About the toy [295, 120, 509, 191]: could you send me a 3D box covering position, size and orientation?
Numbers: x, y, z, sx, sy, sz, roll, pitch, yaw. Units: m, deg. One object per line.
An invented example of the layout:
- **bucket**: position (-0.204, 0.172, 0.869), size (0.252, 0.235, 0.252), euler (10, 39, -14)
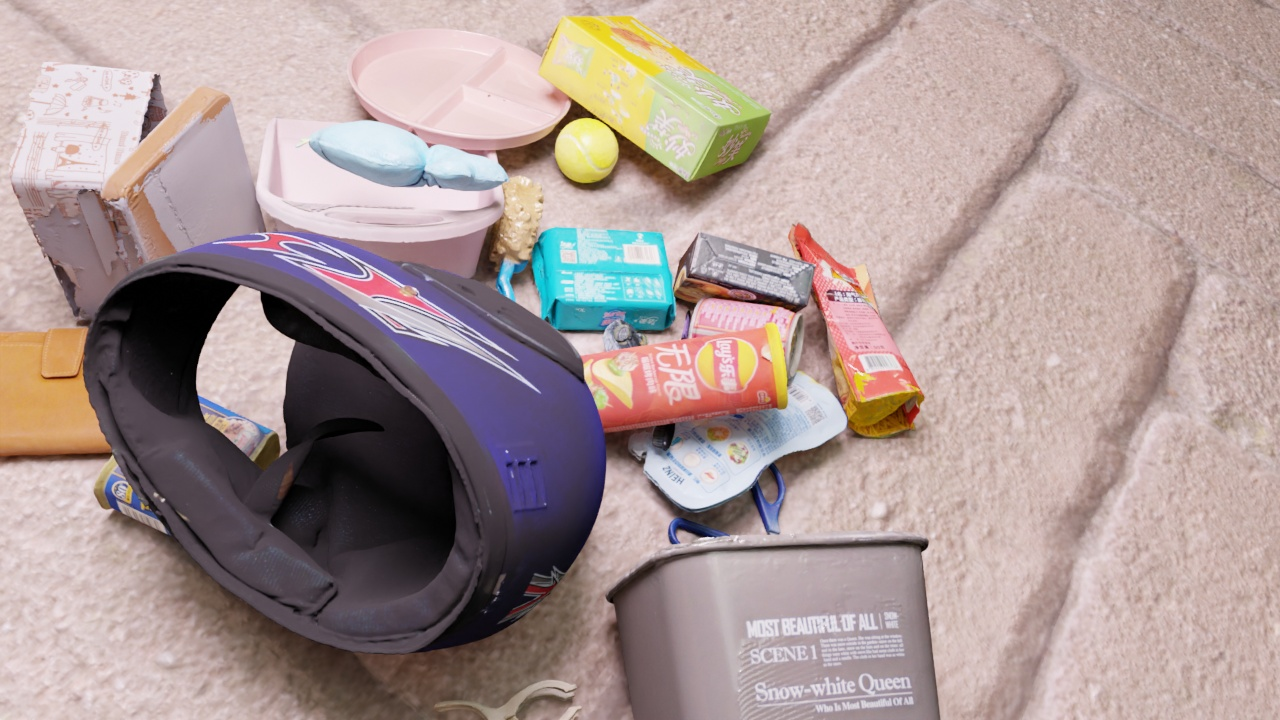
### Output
- **toy**: position (-0.199, -0.167, 0.757), size (0.156, 0.050, 0.161), euler (7, 12, -32)

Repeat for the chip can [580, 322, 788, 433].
- **chip can**: position (0.011, 0.021, 0.760), size (0.217, 0.073, 0.073), euler (-10, 57, 5)

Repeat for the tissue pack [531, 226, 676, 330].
- **tissue pack**: position (-0.035, -0.076, 0.871), size (0.133, 0.050, 0.093), euler (2, 58, -14)

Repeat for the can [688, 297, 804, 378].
- **can**: position (0.098, -0.020, 0.841), size (0.094, 0.067, 0.066), euler (9, 51, 20)

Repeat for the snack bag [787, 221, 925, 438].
- **snack bag**: position (0.209, -0.033, 0.893), size (0.128, 0.073, 0.207), euler (21, 45, -40)

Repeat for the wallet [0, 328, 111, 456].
- **wallet**: position (-0.442, 0.023, 0.702), size (0.131, 0.031, 0.107), euler (0, 58, -17)

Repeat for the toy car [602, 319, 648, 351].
- **toy car**: position (-0.005, 0.005, 0.830), size (0.034, 0.043, 0.090), euler (-31, 67, 14)

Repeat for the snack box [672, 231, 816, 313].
- **snack box**: position (0.094, -0.077, 0.881), size (0.113, 0.126, 0.053), euler (15, 79, -5)

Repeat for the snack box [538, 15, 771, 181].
- **snack box**: position (0.019, -0.287, 0.986), size (0.210, 0.070, 0.157), euler (38, 32, 12)

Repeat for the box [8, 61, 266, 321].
- **box**: position (-0.379, -0.121, 0.724), size (0.148, 0.182, 0.146), euler (-1, 57, -16)

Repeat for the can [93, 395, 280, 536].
- **can**: position (-0.330, 0.079, 0.678), size (0.083, 0.057, 0.101), euler (25, 53, 0)

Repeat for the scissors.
- **scissors**: position (0.103, 0.154, 0.777), size (0.162, 0.012, 0.175), euler (2, 57, -15)

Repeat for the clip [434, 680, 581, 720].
- **clip**: position (-0.091, 0.253, 0.643), size (0.100, 0.035, 0.070), euler (-9, 60, -16)

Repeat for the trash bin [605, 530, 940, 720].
- **trash bin**: position (0.093, 0.241, 0.606), size (0.199, 0.199, 0.219), euler (1, 65, -15)

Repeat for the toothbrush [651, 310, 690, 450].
- **toothbrush**: position (0.031, 0.013, 0.833), size (0.017, 0.014, 0.188), euler (-5, 39, 15)

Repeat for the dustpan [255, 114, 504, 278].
- **dustpan**: position (-0.228, -0.173, 0.828), size (0.222, 0.139, 0.273), euler (-3, 58, -17)

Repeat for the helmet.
- **helmet**: position (-0.172, 0.043, 0.631), size (0.315, 0.248, 0.240), euler (38, 17, 3)

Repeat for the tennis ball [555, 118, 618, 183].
- **tennis ball**: position (-0.056, -0.217, 0.951), size (0.065, 0.066, 0.065), euler (7, 55, -11)

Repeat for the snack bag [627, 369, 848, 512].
- **snack bag**: position (0.085, 0.065, 0.808), size (0.190, 0.039, 0.110), euler (-26, 52, -29)

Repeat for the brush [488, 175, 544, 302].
- **brush**: position (-0.114, -0.054, 0.828), size (0.045, 0.083, 0.254), euler (8, 62, -22)

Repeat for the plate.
- **plate**: position (-0.187, -0.284, 0.959), size (0.229, 0.028, 0.229), euler (9, 43, -8)
